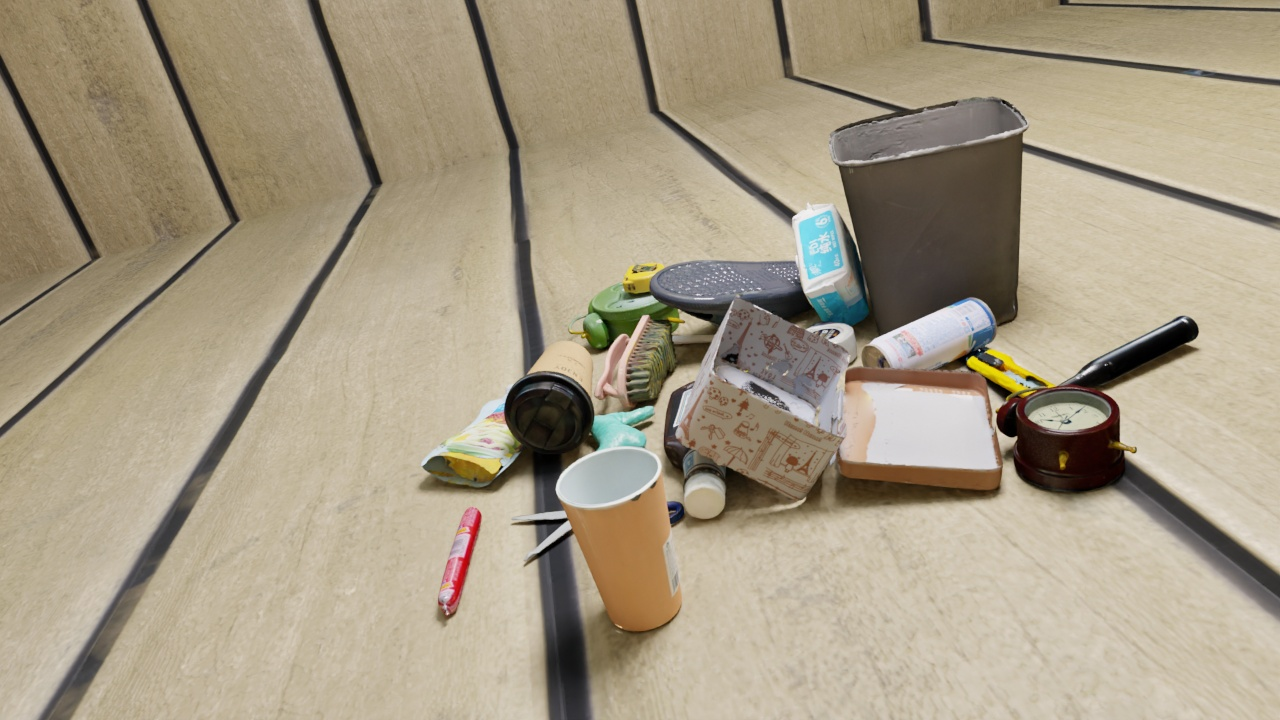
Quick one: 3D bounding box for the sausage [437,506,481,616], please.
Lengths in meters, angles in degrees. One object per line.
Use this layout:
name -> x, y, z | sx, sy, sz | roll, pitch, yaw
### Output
sausage -> -0.160, 0.175, 0.815 | 0.020, 0.020, 0.155 | -12, 23, 5

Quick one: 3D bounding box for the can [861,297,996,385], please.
can -> 0.295, -0.017, 0.940 | 0.134, 0.053, 0.053 | -22, 25, -17

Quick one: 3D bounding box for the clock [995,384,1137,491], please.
clock -> 0.341, 0.056, 0.747 | 0.082, 0.055, 0.121 | -14, 26, 2

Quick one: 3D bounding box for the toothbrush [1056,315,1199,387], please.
toothbrush -> 0.422, 0.010, 0.841 | 0.212, 0.026, 0.027 | -24, 7, -14

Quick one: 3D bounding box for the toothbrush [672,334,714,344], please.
toothbrush -> 0.100, -0.024, 1.120 | 0.180, 0.016, 0.016 | 0, 25, 35

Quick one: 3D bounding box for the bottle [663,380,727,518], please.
bottle -> 0.061, 0.079, 0.872 | 0.080, 0.044, 0.194 | -20, 23, 13

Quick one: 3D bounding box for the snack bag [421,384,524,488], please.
snack bag -> -0.147, 0.074, 1.013 | 0.110, 0.039, 0.190 | -3, 24, 29

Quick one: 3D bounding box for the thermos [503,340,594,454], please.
thermos -> -0.088, 0.034, 0.975 | 0.093, 0.093, 0.143 | -10, 23, 10

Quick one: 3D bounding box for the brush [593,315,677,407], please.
brush -> -0.006, 0.006, 1.052 | 0.073, 0.063, 0.145 | -2, 28, 17

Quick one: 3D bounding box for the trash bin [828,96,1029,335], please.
trash bin -> 0.328, -0.160, 1.034 | 0.199, 0.220, 0.198 | -8, 25, 14

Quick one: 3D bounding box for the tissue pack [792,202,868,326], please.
tissue pack -> 0.223, -0.112, 1.087 | 0.063, 0.090, 0.139 | -19, 52, 23

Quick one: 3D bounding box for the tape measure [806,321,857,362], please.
tape measure -> 0.205, -0.015, 1.014 | 0.065, 0.033, 0.066 | -32, 27, -32

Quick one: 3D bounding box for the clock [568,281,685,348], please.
clock -> -0.019, -0.062, 1.219 | 0.161, 0.056, 0.116 | -10, 23, 10

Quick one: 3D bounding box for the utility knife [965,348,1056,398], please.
utility knife -> 0.350, 0.011, 0.867 | 0.033, 0.015, 0.154 | -25, 15, 1

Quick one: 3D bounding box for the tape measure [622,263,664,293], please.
tape measure -> 0.005, -0.112, 1.206 | 0.057, 0.029, 0.059 | -7, 25, 15

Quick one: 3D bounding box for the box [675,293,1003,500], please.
box -> 0.179, 0.044, 0.828 | 0.272, 0.107, 0.177 | 14, 29, 7

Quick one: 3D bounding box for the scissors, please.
scissors -> -0.035, 0.135, 0.842 | 0.163, 0.012, 0.175 | 4, 30, 35

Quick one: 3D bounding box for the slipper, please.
slipper -> 0.134, -0.071, 1.142 | 0.267, 0.083, 0.111 | -8, 30, -31

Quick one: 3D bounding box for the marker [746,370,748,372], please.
marker -> 0.120, 0.021, 1.003 | 0.018, 0.015, 0.123 | -9, 25, 25

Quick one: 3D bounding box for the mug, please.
mug -> -0.009, 0.136, 0.684 | 0.078, 0.123, 0.078 | -13, 24, 6

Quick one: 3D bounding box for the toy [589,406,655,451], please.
toy -> -0.022, 0.074, 0.950 | 0.096, 0.030, 0.092 | -19, 26, -16
